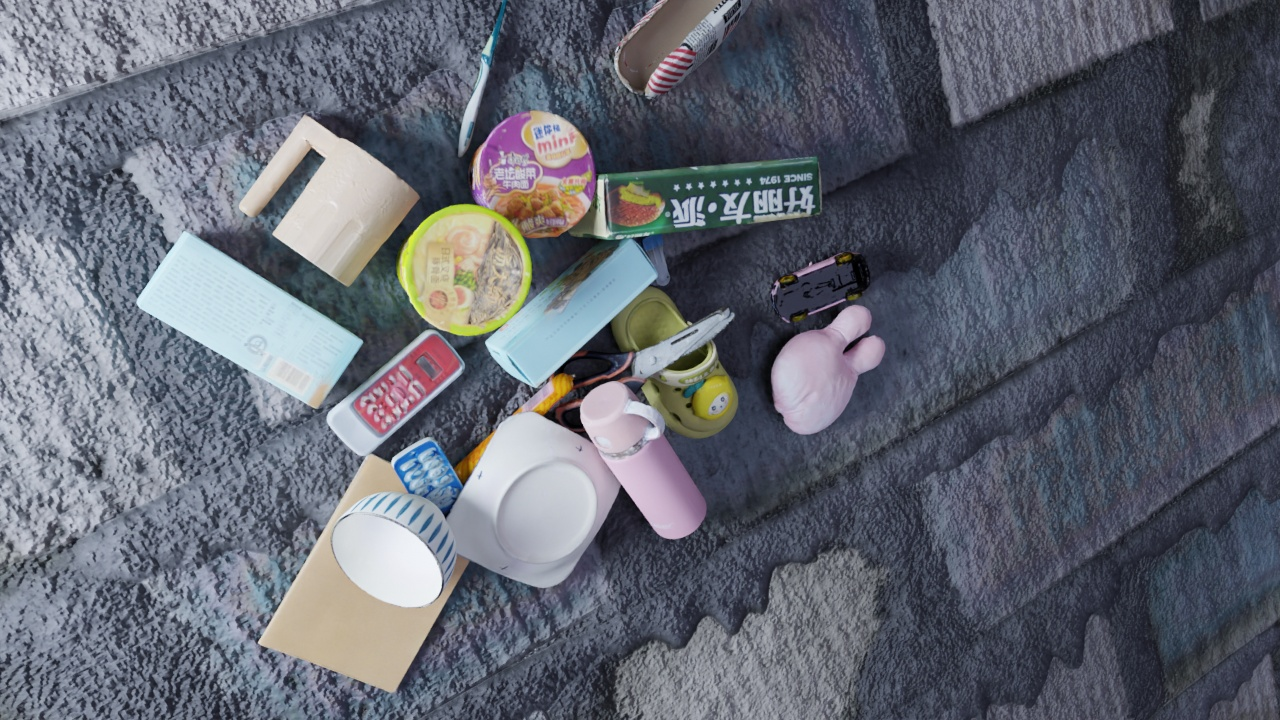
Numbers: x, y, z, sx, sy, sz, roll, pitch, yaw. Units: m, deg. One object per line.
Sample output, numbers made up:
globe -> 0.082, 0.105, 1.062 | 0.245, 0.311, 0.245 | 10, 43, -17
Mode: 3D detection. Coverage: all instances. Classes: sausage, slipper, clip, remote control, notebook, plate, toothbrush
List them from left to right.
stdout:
notebook -> -0.256, 0.213, 0.909 | 0.147, 0.008, 0.207 | 32, 85, -25
remote control -> -0.234, 0.030, 0.883 | 0.135, 0.020, 0.056 | -42, 113, -13
remote control -> -0.197, 0.135, 0.904 | 0.049, 0.024, 0.125 | -31, 114, -16
toothbrush -> -0.149, -0.286, 0.873 | 0.018, 0.016, 0.191 | 16, 92, -16
sausage -> -0.128, 0.068, 0.923 | 0.165, 0.021, 0.021 | -42, 113, -1
plate -> -0.099, 0.148, 0.925 | 0.164, 0.034, 0.163 | 31, 88, -32
clip -> 0.016, -0.107, 0.976 | 0.026, 0.038, 0.058 | -22, 105, -22
slipper -> 0.042, 0.007, 0.973 | 0.091, 0.082, 0.190 | -40, 110, -11

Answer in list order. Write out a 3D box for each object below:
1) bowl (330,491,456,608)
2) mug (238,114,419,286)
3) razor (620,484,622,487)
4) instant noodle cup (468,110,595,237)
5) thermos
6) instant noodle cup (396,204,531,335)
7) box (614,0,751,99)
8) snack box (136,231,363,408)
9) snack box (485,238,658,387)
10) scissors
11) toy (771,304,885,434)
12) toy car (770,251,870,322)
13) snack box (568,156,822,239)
bowl -> -0.223, 0.168, 0.863 | 0.116, 0.117, 0.066 | 61, 31, -20
mug -> -0.276, -0.141, 0.810 | 0.124, 0.084, 0.103 | 35, 84, -1
razor -> -0.069, 0.158, 0.977 | 0.142, 0.022, 0.043 | -35, 119, -16
instant noodle cup -> -0.111, -0.173, 0.862 | 0.111, 0.099, 0.111 | -4, 100, -25
thermos -> 0.012, 0.104, 0.941 | 0.067, 0.087, 0.199 | -63, 140, -34
instant noodle cup -> -0.172, -0.084, 0.836 | 0.111, 0.123, 0.112 | -4, 99, -25
box -> 0.054, -0.327, 0.920 | 0.162, 0.087, 0.076 | -48, 129, -14
snack box -> -0.339, -0.034, 0.807 | 0.175, 0.052, 0.074 | 36, 82, -26
snack box -> -0.069, -0.051, 0.914 | 0.174, 0.074, 0.051 | -43, 113, -13
scissors -> -0.009, -0.006, 0.931 | 0.185, 0.015, 0.209 | 23, 107, -2
toy -> 0.217, 0.011, 1.065 | 0.159, 0.054, 0.121 | -38, 119, -14
toy car -> 0.206, -0.086, 1.056 | 0.122, 0.037, 0.056 | -21, 104, -7
snack box -> 0.053, -0.165, 0.929 | 0.239, 0.114, 0.063 | -9, 103, -22
